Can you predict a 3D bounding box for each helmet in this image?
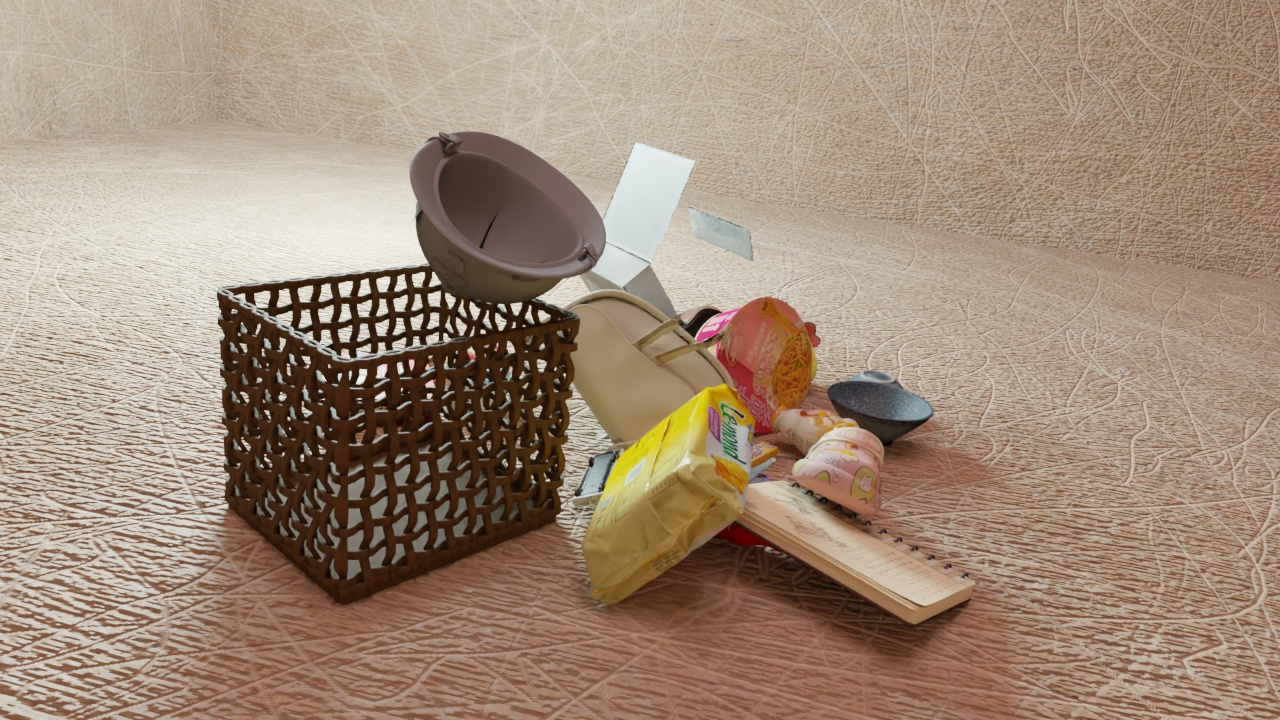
[{"bbox_3d":[-0.142,-0.108,0.850,0.183,0.118,0.270,38,27,-4],"label":"helmet"}]

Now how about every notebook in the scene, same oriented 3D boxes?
[{"bbox_3d":[0.191,0.173,0.872,0.226,0.024,0.167,26,12,35],"label":"notebook"}]

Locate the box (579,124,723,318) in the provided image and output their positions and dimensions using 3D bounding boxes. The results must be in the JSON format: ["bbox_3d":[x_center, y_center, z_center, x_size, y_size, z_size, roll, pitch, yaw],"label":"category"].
[{"bbox_3d":[0.012,-0.178,1.398,0.164,0.330,0.167,9,15,-37],"label":"box"}]

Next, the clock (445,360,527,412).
[{"bbox_3d":[-0.194,0.033,1.155,0.117,0.057,0.083,-10,25,-39],"label":"clock"}]

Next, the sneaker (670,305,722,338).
[{"bbox_3d":[0.021,-0.009,1.316,0.117,0.112,0.293,-4,10,38],"label":"sneaker"}]

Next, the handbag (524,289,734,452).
[{"bbox_3d":[-0.006,0.006,1.081,0.183,0.132,0.229,-27,68,-31],"label":"handbag"}]

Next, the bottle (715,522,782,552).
[{"bbox_3d":[0.092,0.163,0.920,0.119,0.036,0.036,19,23,29],"label":"bottle"}]

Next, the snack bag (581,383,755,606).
[{"bbox_3d":[0.027,0.113,0.861,0.068,0.160,0.246,46,19,-7],"label":"snack bag"}]

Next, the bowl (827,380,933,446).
[{"bbox_3d":[0.310,0.077,1.208,0.137,0.057,0.137,6,19,-2],"label":"bowl"}]

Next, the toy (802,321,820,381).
[{"bbox_3d":[0.181,-0.003,1.342,0.207,0.092,0.134,-23,71,-44],"label":"toy"}]

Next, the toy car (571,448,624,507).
[{"bbox_3d":[-0.040,0.129,0.969,0.039,0.039,0.113,-13,17,13],"label":"toy car"}]

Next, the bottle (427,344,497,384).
[{"bbox_3d":[-0.237,0.005,1.244,0.044,0.044,0.108,22,25,36],"label":"bottle"}]

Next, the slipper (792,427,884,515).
[{"bbox_3d":[0.215,0.108,0.970,0.093,0.081,0.197,25,-1,10],"label":"slipper"}]

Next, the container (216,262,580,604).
[{"bbox_3d":[-0.227,0.048,0.863,0.220,0.214,0.250,23,25,38],"label":"container"}]

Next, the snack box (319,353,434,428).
[{"bbox_3d":[-0.327,0.035,1.136,0.132,0.036,0.152,0,21,-19],"label":"snack box"}]

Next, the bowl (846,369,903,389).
[{"bbox_3d":[0.334,0.047,1.308,0.110,0.055,0.110,6,19,-2],"label":"bowl"}]

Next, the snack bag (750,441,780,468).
[{"bbox_3d":[0.134,0.117,1.091,0.026,0.020,0.099,19,22,33],"label":"snack bag"}]

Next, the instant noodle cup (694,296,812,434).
[{"bbox_3d":[0.139,0.005,1.211,0.178,0.178,0.078,-9,9,-39],"label":"instant noodle cup"}]

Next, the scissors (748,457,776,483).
[{"bbox_3d":[0.097,0.135,0.999,0.135,0.015,0.129,9,37,8],"label":"scissors"}]

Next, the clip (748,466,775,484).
[{"bbox_3d":[0.134,0.136,1.032,0.051,0.032,0.013,18,23,24],"label":"clip"}]

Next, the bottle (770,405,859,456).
[{"bbox_3d":[0.215,0.089,1.132,0.109,0.063,0.063,21,24,32],"label":"bottle"}]
